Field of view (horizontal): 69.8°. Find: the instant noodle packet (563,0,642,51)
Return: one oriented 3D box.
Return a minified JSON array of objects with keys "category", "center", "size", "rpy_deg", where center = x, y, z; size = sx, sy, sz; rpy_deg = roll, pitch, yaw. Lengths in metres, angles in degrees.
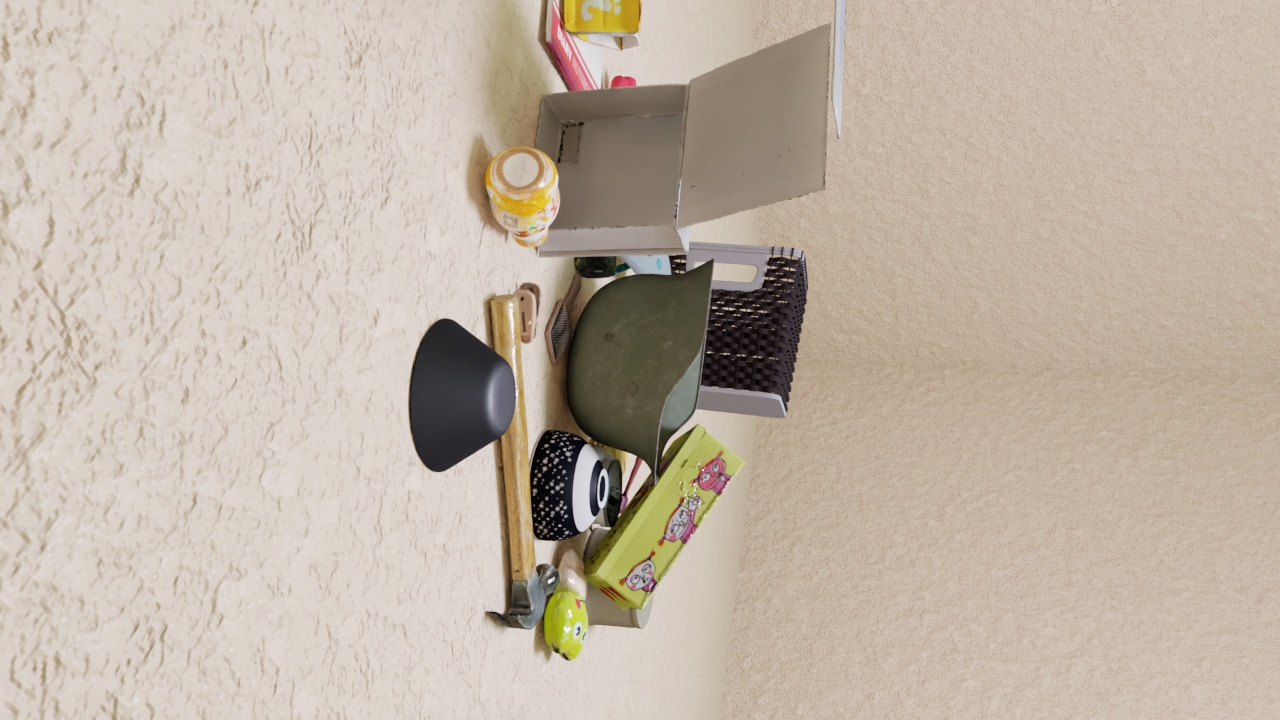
[{"category":"instant noodle packet","center":[-0.028,-0.444,1.041],"size":[0.221,0.084,0.163],"rpy_deg":[-68,158,-75]}]

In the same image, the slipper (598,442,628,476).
[{"category":"slipper","center":[0.001,0.049,1.294],"size":[0.100,0.078,0.262],"rpy_deg":[76,22,-50]}]

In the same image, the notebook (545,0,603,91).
[{"category":"notebook","center":[-0.071,-0.374,1.039],"size":[0.208,0.012,0.153],"rpy_deg":[44,47,-75]}]

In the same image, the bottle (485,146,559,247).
[{"category":"bottle","center":[-0.103,-0.141,0.820],"size":[0.109,0.063,0.063],"rpy_deg":[100,-2,-69]}]

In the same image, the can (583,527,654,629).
[{"category":"can","center":[-0.027,0.288,1.213],"size":[0.127,0.073,0.128],"rpy_deg":[3,89,-78]}]

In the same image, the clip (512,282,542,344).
[{"category":"clip","center":[-0.110,-0.049,0.901],"size":[0.045,0.025,0.061],"rpy_deg":[-66,163,-55]}]

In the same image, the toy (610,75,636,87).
[{"category":"toy","center":[-0.023,-0.301,1.191],"size":[0.091,0.045,0.135],"rpy_deg":[-57,151,-61]}]

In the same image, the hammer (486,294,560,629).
[{"category":"hammer","center":[-0.118,0.103,0.871],"size":[0.132,0.033,0.331],"rpy_deg":[-50,140,-69]}]

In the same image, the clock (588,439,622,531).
[{"category":"clock","center":[-0.052,0.146,1.113],"size":[0.083,0.057,0.117],"rpy_deg":[55,39,-69]}]

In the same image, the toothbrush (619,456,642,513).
[{"category":"toothbrush","center":[0.003,0.117,1.240],"size":[0.016,0.016,0.189],"rpy_deg":[38,73,-60]}]

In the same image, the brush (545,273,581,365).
[{"category":"brush","center":[-0.081,-0.055,1.044],"size":[0.135,0.015,0.050],"rpy_deg":[-74,162,-48]}]

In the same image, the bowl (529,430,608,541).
[{"category":"bowl","center":[-0.072,0.137,0.996],"size":[0.120,0.066,0.120],"rpy_deg":[3,89,-78]}]

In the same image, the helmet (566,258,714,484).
[{"category":"helmet","center":[-0.006,0.006,1.064],"size":[0.227,0.154,0.267],"rpy_deg":[85,13,-70]}]

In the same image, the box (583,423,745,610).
[{"category":"box","center":[0.022,0.192,1.110],"size":[0.220,0.079,0.125],"rpy_deg":[-50,-179,-18]}]

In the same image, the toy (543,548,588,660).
[{"category":"toy","center":[-0.081,0.275,1.038],"size":[0.092,0.043,0.117],"rpy_deg":[67,26,-60]}]

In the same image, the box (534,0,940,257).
[{"category":"box","center":[0.077,-0.199,0.861],"size":[0.108,0.420,0.166],"rpy_deg":[31,60,-56]}]

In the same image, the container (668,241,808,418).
[{"category":"container","center":[0.150,-0.046,1.585],"size":[0.245,0.247,0.243],"rpy_deg":[45,51,-73]}]

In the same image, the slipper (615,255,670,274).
[{"category":"slipper","center":[-0.028,-0.164,1.217],"size":[0.268,0.055,0.098],"rpy_deg":[31,59,-63]}]

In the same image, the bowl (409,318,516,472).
[{"category":"bowl","center":[-0.132,0.029,0.734],"size":[0.124,0.052,0.124],"rpy_deg":[3,89,-78]}]

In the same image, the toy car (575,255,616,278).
[{"category":"toy car","center":[-0.054,-0.146,1.075],"size":[0.033,0.048,0.106],"rpy_deg":[-78,165,-55]}]
